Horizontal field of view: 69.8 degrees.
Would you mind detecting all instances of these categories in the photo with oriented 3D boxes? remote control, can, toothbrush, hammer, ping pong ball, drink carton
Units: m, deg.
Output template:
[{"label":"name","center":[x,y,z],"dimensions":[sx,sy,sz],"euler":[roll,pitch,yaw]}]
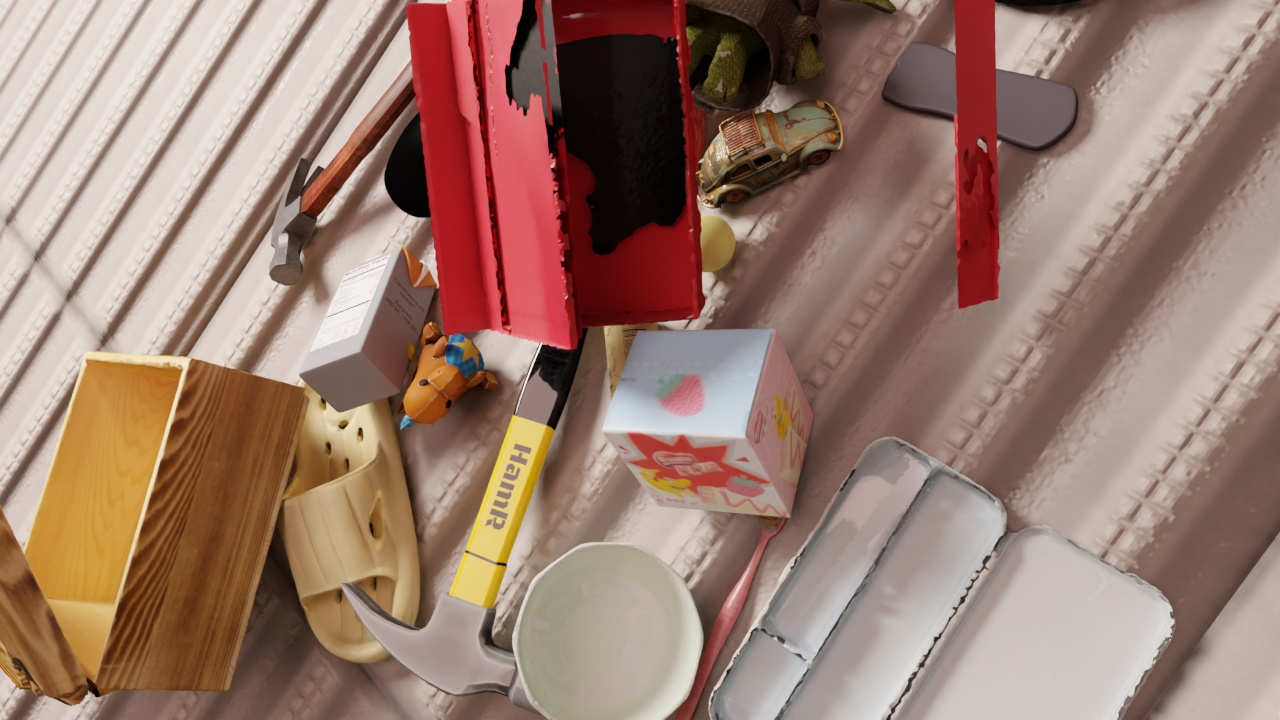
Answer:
[{"label":"remote control","center":[0.218,-0.170,0.591],"dimensions":[0.124,0.009,0.046],"euler":[31,91,31]},{"label":"can","center":[-0.004,0.004,0.641],"dimensions":[0.038,0.038,0.079],"euler":[-15,69,23]},{"label":"toothbrush","center":[0.055,0.161,0.578],"dimensions":[0.015,0.015,0.184],"euler":[23,88,31]},{"label":"hammer","center":[-0.230,-0.193,0.777],"dimensions":[0.301,0.028,0.111],"euler":[-39,45,29]},{"label":"ping pong ball","center":[0.046,-0.081,0.638],"dimensions":[0.040,0.040,0.040],"euler":[-8,72,25]},{"label":"hammer","center":[-0.090,0.072,0.656],"dimensions":[0.170,0.034,0.324],"euler":[16,78,14]},{"label":"drink carton","center":[-0.212,-0.027,0.725],"dimensions":[0.076,0.048,0.124],"euler":[-18,41,22]}]

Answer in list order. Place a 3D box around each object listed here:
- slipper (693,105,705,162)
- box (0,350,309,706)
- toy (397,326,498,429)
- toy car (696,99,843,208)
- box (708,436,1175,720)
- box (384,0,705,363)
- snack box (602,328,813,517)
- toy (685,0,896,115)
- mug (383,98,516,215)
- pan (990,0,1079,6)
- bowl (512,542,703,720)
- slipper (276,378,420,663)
[{"label":"slipper","center":[-0.004,-0.249,0.704],"dimensions":[0.104,0.059,0.248],"euler":[-11,72,24]},{"label":"box","center":[-0.455,0.115,0.685],"dimensions":[0.280,0.263,0.269],"euler":[2,78,44]},{"label":"toy","center":[-0.162,0.025,0.695],"dimensions":[0.103,0.070,0.090],"euler":[-39,17,27]},{"label":"toy car","center":[0.082,-0.148,0.635],"dimensions":[0.112,0.047,0.047],"euler":[-22,63,20]},{"label":"box","center":[0.160,0.170,0.515],"dimensions":[0.190,0.037,0.209],"euler":[30,91,23]},{"label":"box","center":[-0.185,-0.105,0.532],"dimensions":[0.467,0.138,0.215],"euler":[-6,102,-10]},{"label":"snack box","center":[0.044,0.038,0.561],"dimensions":[0.093,0.095,0.079],"euler":[1,53,28]},{"label":"toy","center":[0.068,-0.234,0.629],"dimensions":[0.179,0.078,0.152],"euler":[25,56,13]},{"label":"mug","center":[-0.155,-0.174,0.757],"dimensions":[0.100,0.085,0.118],"euler":[-27,33,34]},{"label":"pan","center":[0.207,-0.327,0.623],"dimensions":[0.356,0.044,0.204],"euler":[5,78,29]},{"label":"bowl","center":[-0.025,0.174,0.577],"dimensions":[0.117,0.061,0.117],"euler":[4,76,-15]},{"label":"slipper","center":[-0.244,0.105,0.717],"dimensions":[0.111,0.079,0.261],"euler":[-24,65,24]}]
